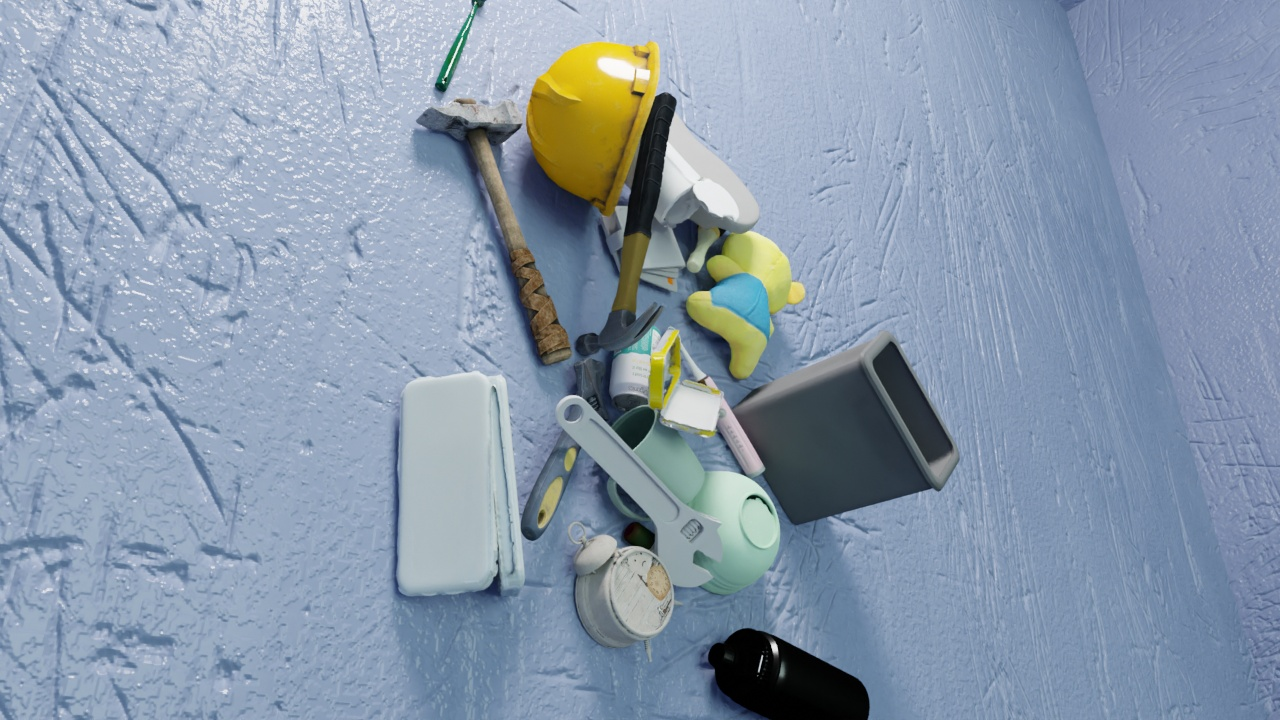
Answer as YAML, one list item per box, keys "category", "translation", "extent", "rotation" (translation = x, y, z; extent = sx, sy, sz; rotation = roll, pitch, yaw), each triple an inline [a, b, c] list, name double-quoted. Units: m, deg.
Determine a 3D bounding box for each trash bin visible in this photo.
- category: "trash bin"
  translation: [0.256, 0.093, 1.173]
  extent: [0.097, 0.220, 0.192]
  rotation: [-36, 97, -47]

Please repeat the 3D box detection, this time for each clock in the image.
- category: "clock"
  translation: [-0.022, 0.228, 0.951]
  extent: [0.157, 0.061, 0.103]
  rotation: [53, 43, -14]

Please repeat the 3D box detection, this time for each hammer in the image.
- category: "hammer"
  translation: [-0.147, -0.147, 1.030]
  extent: [0.121, 0.049, 0.318]
  rotation: [-17, 84, -45]
- category: "hammer"
  translation: [0.000, -0.168, 1.077]
  extent: [0.025, 0.118, 0.332]
  rotation: [26, 66, -39]

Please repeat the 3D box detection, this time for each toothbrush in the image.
- category: "toothbrush"
  translation: [0.094, 0.052, 1.178]
  extent: [0.027, 0.026, 0.222]
  rotation: [-32, 95, -5]
- category: "toothbrush"
  translation: [-0.212, -0.390, 1.101]
  extent: [0.016, 0.017, 0.189]
  rotation: [33, 50, -29]

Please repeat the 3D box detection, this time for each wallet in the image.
- category: "wallet"
  translation: [0.009, -0.140, 1.183]
  extent: [0.118, 0.038, 0.115]
  rotation: [-12, 79, -50]

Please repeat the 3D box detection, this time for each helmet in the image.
- category: "helmet"
  translation: [-0.067, -0.293, 1.089]
  extent: [0.131, 0.206, 0.254]
  rotation: [17, 29, -11]

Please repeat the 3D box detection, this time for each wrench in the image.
- category: "wrench"
  translation: [-0.074, 0.085, 0.966]
  extent: [0.073, 0.022, 0.272]
  rotation: [62, 28, -26]
- category: "wrench"
  translation: [-0.003, 0.143, 0.978]
  extent: [0.086, 0.018, 0.273]
  rotation: [-45, 113, -5]

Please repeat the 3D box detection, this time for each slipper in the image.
- category: "slipper"
  translation: [0.050, -0.259, 1.263]
  extent: [0.266, 0.081, 0.112]
  rotation: [49, 37, 10]

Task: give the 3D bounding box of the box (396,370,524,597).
- category: "box"
  translation: [-0.179, 0.118, 0.861]
  extent: [0.127, 0.106, 0.215]
  rotation: [-3, 70, -15]

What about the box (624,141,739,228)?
- category: "box"
  translation: [0.048, -0.211, 1.157]
  extent: [0.166, 0.093, 0.083]
  rotation: [52, 28, 16]

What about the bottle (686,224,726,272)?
- category: "bottle"
  translation: [0.099, -0.187, 1.286]
  extent: [0.045, 0.046, 0.184]
  rotation: [43, 46, -21]

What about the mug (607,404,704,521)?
- category: "mug"
  translation: [0.010, 0.125, 1.025]
  extent: [0.104, 0.084, 0.111]
  rotation: [47, 61, -24]

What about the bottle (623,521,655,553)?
- category: "bottle"
  translation: [0.025, 0.217, 1.030]
  extent: [0.106, 0.025, 0.025]
  rotation: [40, 47, -24]

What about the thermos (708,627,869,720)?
- category: "thermos"
  translation: [0.166, 0.370, 1.049]
  extent: [0.198, 0.086, 0.086]
  rotation: [34, 50, -29]

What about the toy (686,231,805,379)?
- category: "toy"
  translation: [0.152, -0.096, 1.267]
  extent: [0.149, 0.084, 0.213]
  rotation: [49, 47, -17]

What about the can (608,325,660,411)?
- category: "can"
  translation: [-0.006, 0.006, 1.080]
  extent: [0.055, 0.055, 0.101]
  rotation: [28, 53, -33]

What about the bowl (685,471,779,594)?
- category: "bowl"
  translation: [0.113, 0.197, 1.090]
  extent: [0.150, 0.077, 0.150]
  rotation: [21, 58, -37]

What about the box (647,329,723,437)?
- category: "box"
  translation: [0.046, 0.028, 1.059]
  extent: [0.117, 0.057, 0.209]
  rotation: [53, 11, -4]
